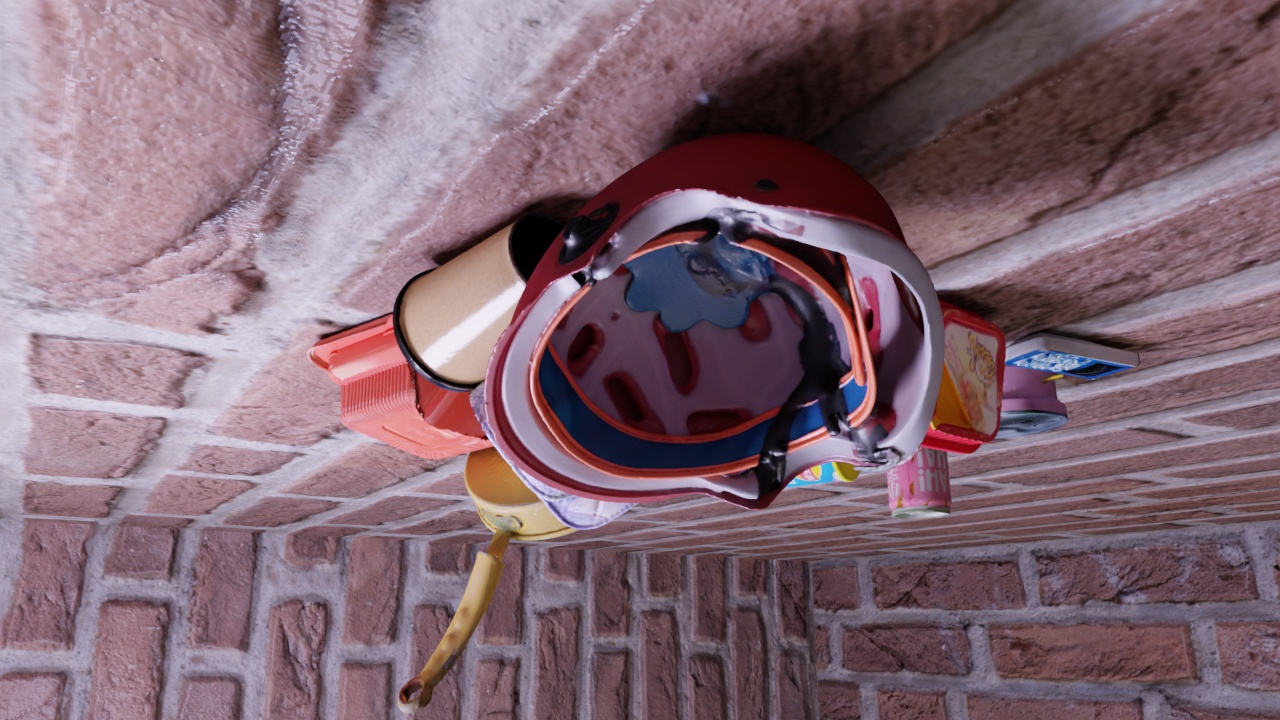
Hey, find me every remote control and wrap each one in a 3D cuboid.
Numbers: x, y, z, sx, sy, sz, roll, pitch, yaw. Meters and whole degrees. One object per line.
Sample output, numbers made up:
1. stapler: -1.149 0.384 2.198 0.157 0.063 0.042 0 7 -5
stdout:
1. remote control: 0.391 -0.004 0.834 0.124 0.024 0.049 9 161 -24

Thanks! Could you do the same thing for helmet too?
1. helmet: 0.037 -0.026 0.506 0.240 0.143 0.207 -19 130 23

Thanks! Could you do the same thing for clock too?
1. clock: 0.364 0.045 0.940 0.117 0.059 0.158 -3 162 6

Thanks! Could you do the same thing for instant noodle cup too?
1. instant noodle cup: 0.220 0.015 0.763 0.116 0.116 0.124 12 171 -37
2. instant noodle cup: -0.190 0.030 0.831 0.165 0.079 0.188 -16 146 35

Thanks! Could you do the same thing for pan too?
1. pan: -0.107 0.145 0.820 0.198 0.356 0.078 5 132 42

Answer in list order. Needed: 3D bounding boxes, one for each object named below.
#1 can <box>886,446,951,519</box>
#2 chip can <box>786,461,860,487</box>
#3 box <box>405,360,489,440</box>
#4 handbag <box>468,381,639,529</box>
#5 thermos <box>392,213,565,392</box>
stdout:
1. can: 0.267 0.078 0.893 0.058 0.147 0.058 0 163 0
2. chip can: 0.187 0.138 1.233 0.211 0.071 0.071 -15 158 41
3. box: -0.104 0.026 0.746 0.168 0.091 0.076 20 122 -38
4. handbag: -0.002 0.021 0.629 0.194 0.075 0.134 -35 118 0
5. thermos: -0.101 -0.040 0.615 0.093 0.093 0.144 13 151 -37
